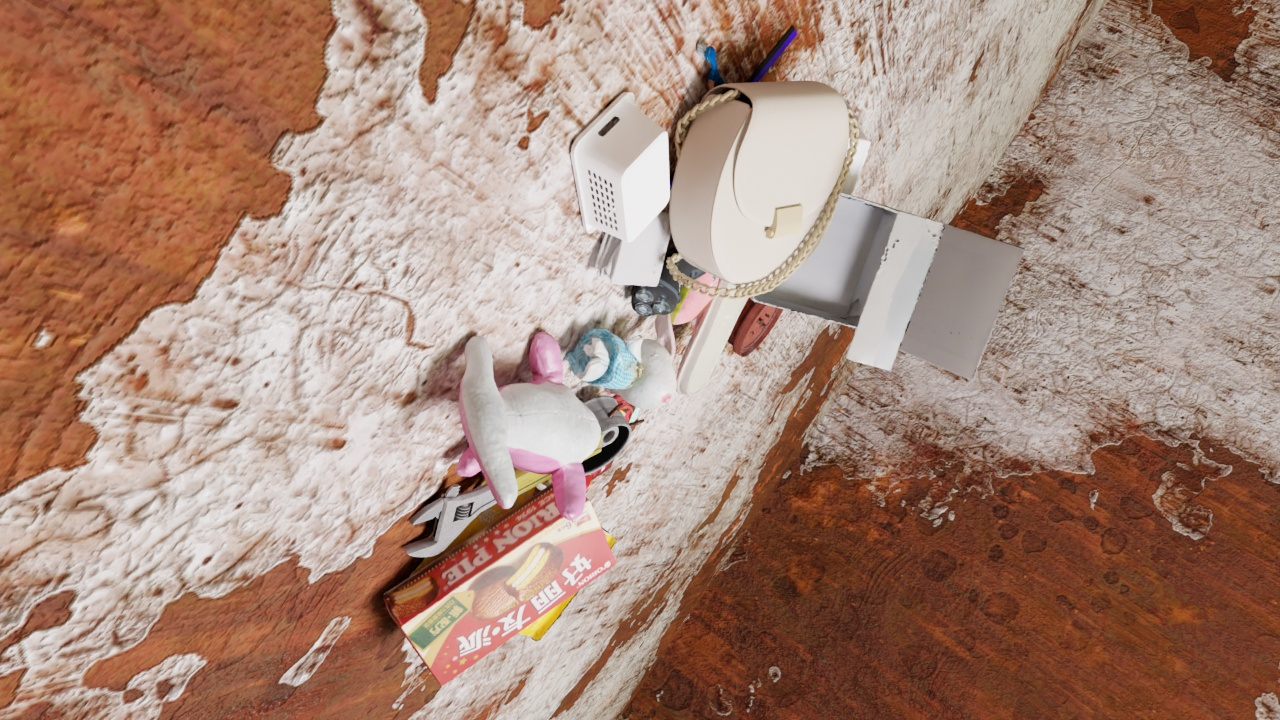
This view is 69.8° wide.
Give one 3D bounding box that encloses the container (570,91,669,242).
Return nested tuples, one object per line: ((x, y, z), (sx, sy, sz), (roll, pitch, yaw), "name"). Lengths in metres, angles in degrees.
((-0.013, -0.164, 0.819), (0.080, 0.049, 0.129), (-49, 160, -19), "container")

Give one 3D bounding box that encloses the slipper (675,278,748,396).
((0.101, -0.083, 1.221), (0.114, 0.054, 0.274), (16, 98, -66), "slipper")

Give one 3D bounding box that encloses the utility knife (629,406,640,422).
((-0.002, 0.049, 1.262), (0.022, 0.015, 0.129), (17, 108, -37), "utility knife")

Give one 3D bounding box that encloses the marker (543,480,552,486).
((-0.123, 0.178, 1.163), (0.125, 0.025, 0.025), (-51, 161, -12), "marker")

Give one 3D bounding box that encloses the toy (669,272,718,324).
((0.067, -0.096, 1.124), (0.089, 0.051, 0.110), (-32, 147, -60), "toy")

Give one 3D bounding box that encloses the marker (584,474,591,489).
((-0.091, 0.182, 1.207), (0.023, 0.021, 0.145), (-19, 159, -25), "marker")

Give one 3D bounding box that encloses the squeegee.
((0.124, -0.222, 1.046), (0.249, 0.055, 0.185), (-52, 153, -11), "squeegee")

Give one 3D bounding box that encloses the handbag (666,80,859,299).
((0.122, -0.186, 0.963), (0.210, 0.103, 0.209), (-17, 125, -40), "handbag")

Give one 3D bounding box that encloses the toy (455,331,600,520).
((-0.122, 0.072, 0.891), (0.128, 0.186, 0.265), (-16, 168, 13), "toy")

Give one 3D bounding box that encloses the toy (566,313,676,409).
((-0.006, 0.006, 1.029), (0.131, 0.105, 0.205), (-55, 162, 11), "toy")

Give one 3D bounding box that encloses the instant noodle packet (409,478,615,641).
((-0.153, 0.220, 1.076), (0.163, 0.084, 0.221), (-51, 140, -4), "instant noodle packet")

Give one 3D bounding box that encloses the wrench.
((-0.132, 0.131, 0.990), (0.272, 0.018, 0.084), (-25, 139, -33), "wrench")

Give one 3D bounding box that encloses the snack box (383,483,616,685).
((-0.149, 0.240, 1.006), (0.236, 0.060, 0.113), (-32, 129, -18), "snack box")

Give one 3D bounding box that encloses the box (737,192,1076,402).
((0.315, -0.098, 1.127), (0.150, 0.369, 0.167), (-12, 122, -63), "box")

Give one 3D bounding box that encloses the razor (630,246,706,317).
((0.049, -0.099, 1.044), (0.140, 0.063, 0.053), (-34, 154, -21), "razor")

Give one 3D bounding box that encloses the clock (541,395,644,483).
((-0.072, 0.101, 1.108), (0.148, 0.056, 0.104), (-43, 153, 3), "clock")

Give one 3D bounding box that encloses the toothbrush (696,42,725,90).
((0.074, -0.276, 0.901), (0.021, 0.017, 0.135), (-52, 164, 2), "toothbrush")

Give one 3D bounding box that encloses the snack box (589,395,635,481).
((-0.052, 0.107, 1.222), (0.089, 0.021, 0.133), (-30, 148, -50), "snack box")

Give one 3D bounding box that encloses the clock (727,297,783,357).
((0.161, -0.085, 1.341), (0.157, 0.072, 0.120), (-55, 161, 0), "clock")

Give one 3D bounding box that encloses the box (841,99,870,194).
((0.239, -0.289, 1.210), (0.124, 0.136, 0.109), (-4, 143, -12), "box")

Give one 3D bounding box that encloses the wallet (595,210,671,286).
((-0.006, -0.120, 0.948), (0.116, 0.032, 0.086), (1, 111, -66), "wallet")
